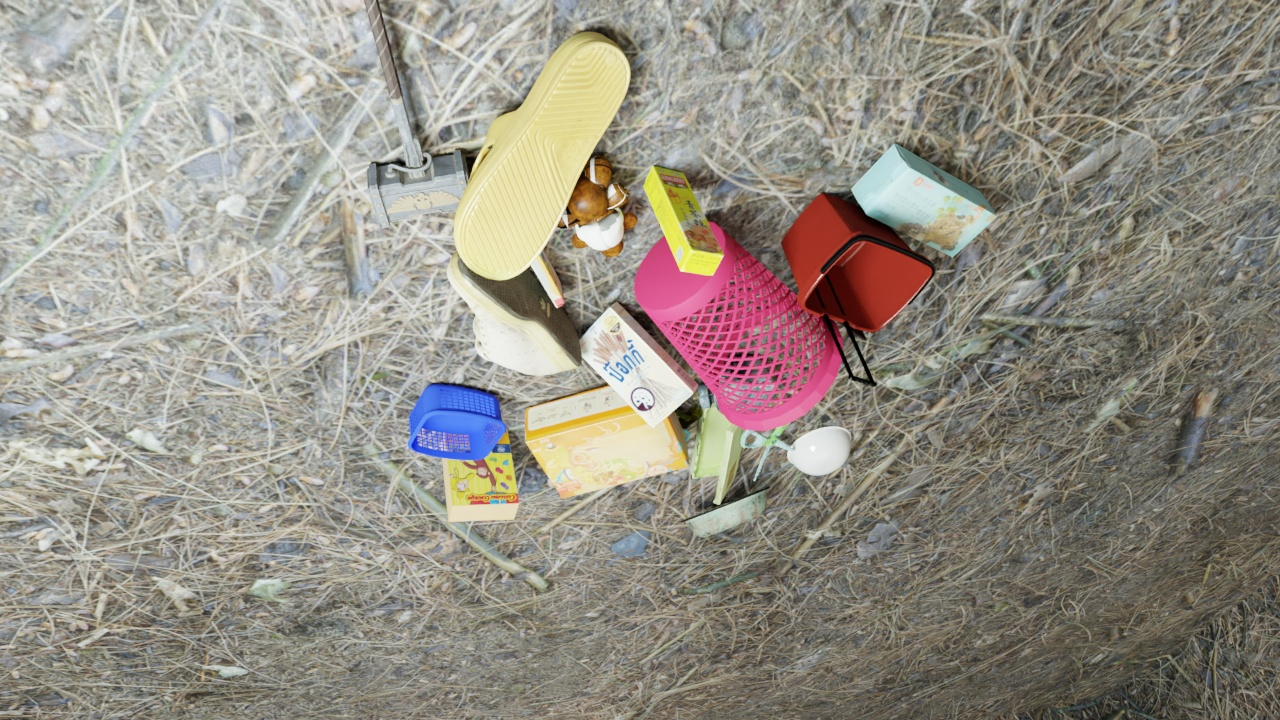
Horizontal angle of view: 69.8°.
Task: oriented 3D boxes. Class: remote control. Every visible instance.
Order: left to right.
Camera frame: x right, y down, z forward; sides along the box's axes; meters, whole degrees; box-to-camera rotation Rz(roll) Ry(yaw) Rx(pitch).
[{"bbox_3d":[-0.114,-0.110,1.046,0.018,0.038,0.126,-20,141,6],"label":"remote control"}]

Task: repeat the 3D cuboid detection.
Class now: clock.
[{"bbox_3d":[0.130,0.035,1.292,0.129,0.052,0.090,2,138,-22],"label":"clock"}]

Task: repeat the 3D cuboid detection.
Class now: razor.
[{"bbox_3d":[0.039,0.068,1.326,0.106,0.026,0.043,28,126,-36],"label":"razor"}]

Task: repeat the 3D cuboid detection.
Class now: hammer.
[{"bbox_3d":[-0.225,-0.259,0.825,0.098,0.044,0.323,-11,141,-7],"label":"hammer"}]

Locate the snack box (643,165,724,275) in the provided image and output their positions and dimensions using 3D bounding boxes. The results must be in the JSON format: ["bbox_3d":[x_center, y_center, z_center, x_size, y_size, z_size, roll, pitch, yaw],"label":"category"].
[{"bbox_3d":[0.044,-0.149,0.967,0.040,0.147,0.029,6,133,-26],"label":"snack box"}]

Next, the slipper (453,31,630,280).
[{"bbox_3d":[-0.107,-0.206,0.908,0.099,0.078,0.264,21,112,-41],"label":"slipper"}]

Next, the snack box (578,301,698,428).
[{"bbox_3d":[-0.007,0.007,1.160,0.150,0.026,0.082,46,121,-1],"label":"snack box"}]

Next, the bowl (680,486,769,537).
[{"bbox_3d":[0.146,0.254,1.513,0.157,0.038,0.157,-21,170,-4],"label":"bowl"}]

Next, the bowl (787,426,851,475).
[{"bbox_3d":[0.301,0.158,1.506,0.110,0.040,0.110,-10,141,-8],"label":"bowl"}]

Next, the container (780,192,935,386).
[{"bbox_3d":[0.259,-0.087,1.068,0.148,0.200,0.127,14,129,-32],"label":"container"}]

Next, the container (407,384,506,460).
[{"bbox_3d":[-0.244,0.079,1.211,0.114,0.058,0.096,13,133,-31],"label":"container"}]

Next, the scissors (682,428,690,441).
[{"bbox_3d":[0.014,0.127,1.382,0.125,0.015,0.137,16,141,-16],"label":"scissors"}]

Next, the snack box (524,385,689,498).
[{"bbox_3d":[-0.045,0.103,1.283,0.195,0.080,0.145,-15,136,9],"label":"snack box"}]

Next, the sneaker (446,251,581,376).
[{"bbox_3d":[-0.165,-0.049,1.075,0.102,0.088,0.241,-20,145,20],"label":"sneaker"}]

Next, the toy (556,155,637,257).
[{"bbox_3d":[-0.049,-0.159,0.997,0.087,0.067,0.112,-22,150,7],"label":"toy"}]

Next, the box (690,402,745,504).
[{"bbox_3d":[0.127,0.131,1.409,0.077,0.089,0.188,-24,143,-22],"label":"box"}]

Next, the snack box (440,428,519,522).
[{"bbox_3d":[-0.221,0.155,1.256,0.088,0.125,0.040,1,138,-20],"label":"snack box"}]

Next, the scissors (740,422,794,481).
[{"bbox_3d":[0.199,0.124,1.419,0.168,0.023,0.172,-14,133,-44],"label":"scissors"}]

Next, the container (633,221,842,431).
[{"bbox_3d":[0.109,-0.050,1.103,0.183,0.183,0.225,-33,131,19],"label":"container"}]

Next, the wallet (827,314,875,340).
[{"bbox_3d":[0.246,-0.077,1.167,0.115,0.091,0.018,22,129,-38],"label":"wallet"}]

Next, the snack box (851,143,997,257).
[{"bbox_3d":[0.340,-0.189,1.097,0.174,0.053,0.075,16,131,-35],"label":"snack box"}]
